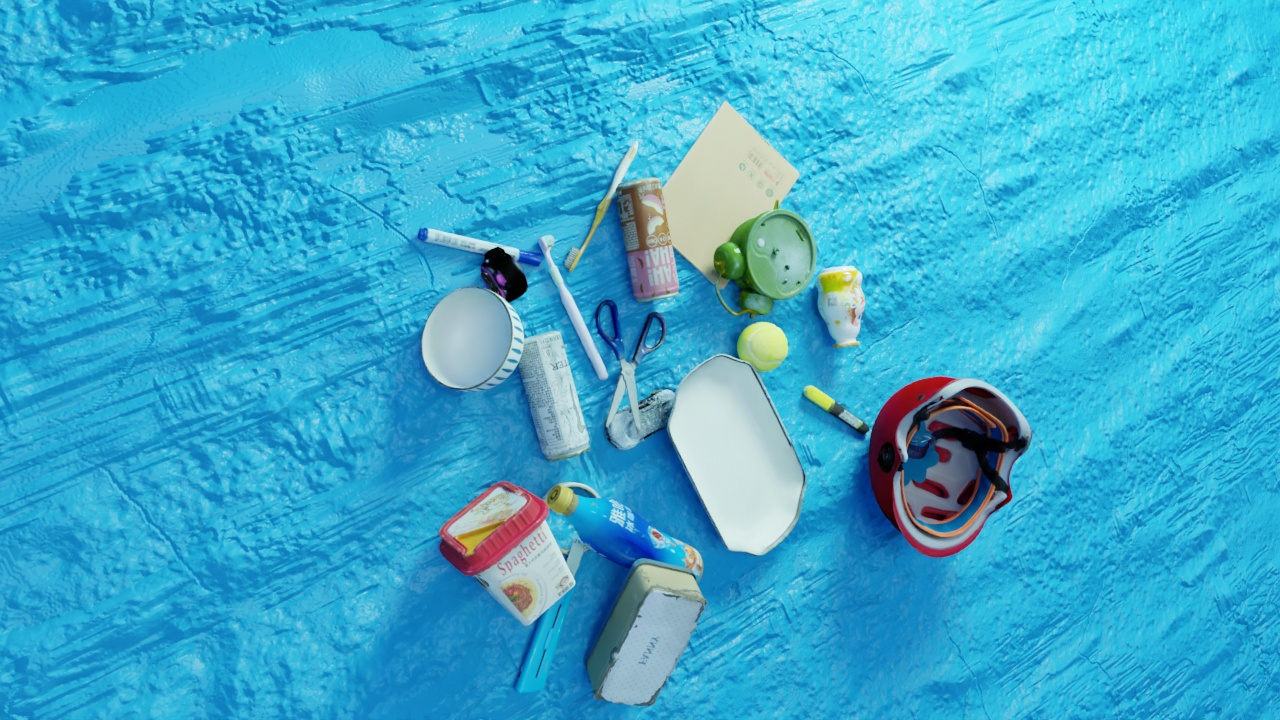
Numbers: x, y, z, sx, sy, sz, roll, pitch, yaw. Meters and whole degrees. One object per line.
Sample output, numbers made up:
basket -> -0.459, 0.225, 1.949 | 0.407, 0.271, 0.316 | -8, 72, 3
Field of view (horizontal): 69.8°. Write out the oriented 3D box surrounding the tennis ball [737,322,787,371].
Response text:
tennis ball -> 0.158, -0.018, 1.192 | 0.065, 0.066, 0.065 | 1, 87, -24

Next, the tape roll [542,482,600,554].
tape roll -> -0.083, 0.190, 1.104 | 0.085, 0.014, 0.086 | 1, 88, -25

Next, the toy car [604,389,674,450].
toy car -> 0.005, 0.074, 1.139 | 0.105, 0.031, 0.049 | -26, 98, -22

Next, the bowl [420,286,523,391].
bowl -> -0.179, -0.019, 1.029 | 0.066, 0.117, 0.116 | 26, 73, -66

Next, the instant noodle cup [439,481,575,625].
instant noodle cup -> -0.144, 0.219, 1.029 | 0.116, 0.117, 0.124 | -39, 115, -21

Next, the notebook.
notebook -> 0.109, -0.218, 1.209 | 0.148, 0.008, 0.207 | 39, 74, -18

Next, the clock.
clock -> 0.158, -0.126, 1.194 | 0.161, 0.056, 0.116 | -45, 112, -21

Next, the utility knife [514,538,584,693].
utility knife -> -0.103, 0.302, 1.084 | 0.034, 0.018, 0.187 | 22, 82, -23

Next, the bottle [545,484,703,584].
bottle -> -0.021, 0.210, 1.090 | 0.218, 0.065, 0.065 | 36, 74, -26

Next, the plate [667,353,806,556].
plate -> 0.119, 0.122, 1.172 | 0.161, 0.034, 0.266 | -37, 109, -28

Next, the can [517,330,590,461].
can -> -0.104, 0.041, 1.076 | 0.058, 0.058, 0.147 | -17, 95, -24

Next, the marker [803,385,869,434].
marker -> 0.272, 0.069, 1.270 | 0.124, 0.015, 0.018 | 32, 76, -23

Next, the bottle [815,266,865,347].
bottle -> 0.274, -0.072, 1.248 | 0.063, 0.063, 0.108 | -7, 91, -24

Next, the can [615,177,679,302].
can -> 0.009, -0.148, 1.130 | 0.057, 0.058, 0.147 | -13, 98, -24

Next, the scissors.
scissors -> -0.019, -0.001, 1.125 | 0.160, 0.012, 0.163 | 48, 60, -7

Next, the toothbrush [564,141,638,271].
toothbrush -> -0.048, -0.194, 1.135 | 0.018, 0.016, 0.191 | 29, 77, -12

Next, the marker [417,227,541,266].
marker -> -0.186, -0.132, 1.069 | 0.145, 0.017, 0.017 | 10, 84, -23

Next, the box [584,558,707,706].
box -> 0.007, 0.316, 1.076 | 0.089, 0.061, 0.184 | 20, 105, -24

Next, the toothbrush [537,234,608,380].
toothbrush -> -0.080, -0.062, 1.114 | 0.021, 0.029, 0.189 | -20, 100, 17

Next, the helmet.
helmet -> 0.398, 0.133, 1.256 | 0.206, 0.144, 0.240 | 18, 95, -22

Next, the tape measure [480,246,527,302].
tape measure -> -0.159, -0.095, 1.057 | 0.039, 0.057, 0.058 | -34, 79, -20
